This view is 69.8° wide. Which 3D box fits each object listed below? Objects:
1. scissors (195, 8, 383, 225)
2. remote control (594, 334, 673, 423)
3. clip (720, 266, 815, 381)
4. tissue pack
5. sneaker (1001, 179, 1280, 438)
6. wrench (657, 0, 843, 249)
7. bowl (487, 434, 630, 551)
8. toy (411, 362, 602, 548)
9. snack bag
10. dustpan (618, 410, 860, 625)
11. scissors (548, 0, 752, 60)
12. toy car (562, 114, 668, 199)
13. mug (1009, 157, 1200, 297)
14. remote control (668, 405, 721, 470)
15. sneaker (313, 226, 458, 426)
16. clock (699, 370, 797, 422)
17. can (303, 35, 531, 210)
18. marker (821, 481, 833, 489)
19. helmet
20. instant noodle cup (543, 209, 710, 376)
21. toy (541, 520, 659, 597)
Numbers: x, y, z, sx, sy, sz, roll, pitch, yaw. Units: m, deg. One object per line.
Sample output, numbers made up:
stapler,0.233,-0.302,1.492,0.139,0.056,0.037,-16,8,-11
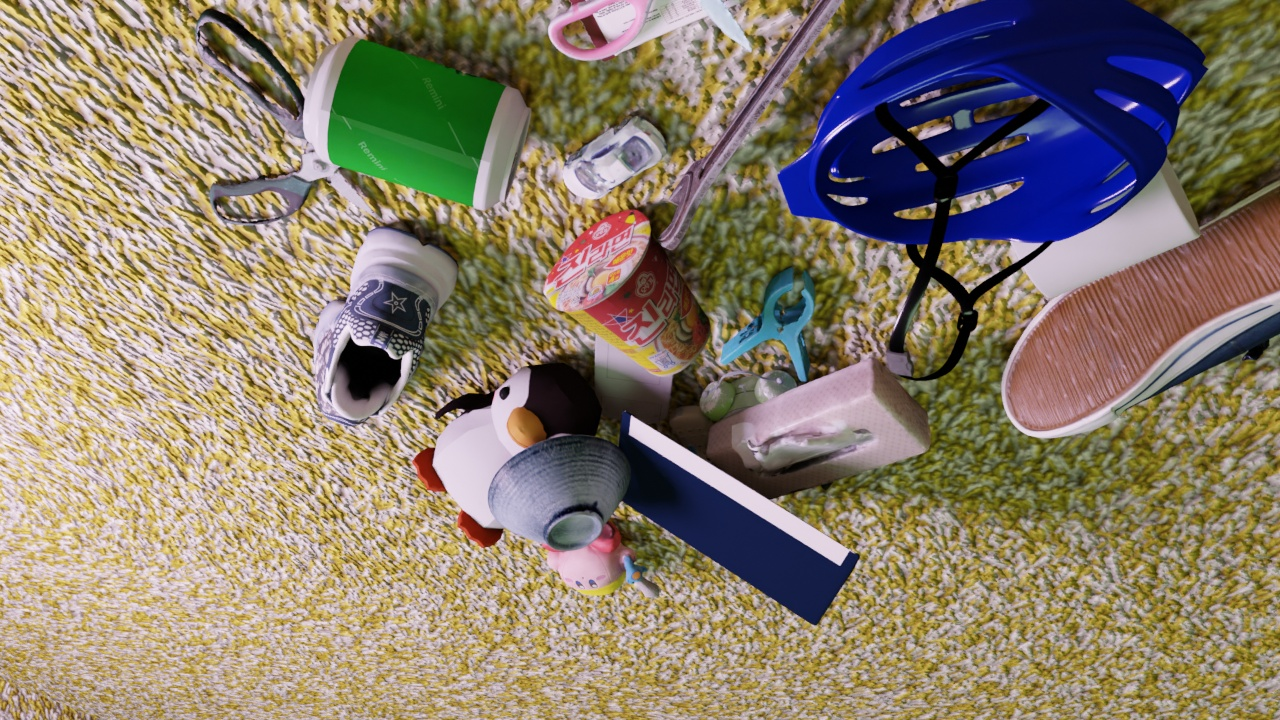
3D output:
scissors,-0.293,-0.174,0.715,0.202,0.015,0.206,-8,135,22
remote control,-0.005,0.005,0.857,0.074,0.019,0.151,8,139,3
clip,0.112,-0.033,0.783,0.097,0.026,0.116,9,140,-2
tissue pack,0.147,0.071,0.802,0.182,0.071,0.104,-23,131,38
sneaker,0.417,-0.022,0.685,0.127,0.120,0.296,10,144,-36
wrench,0.080,-0.172,0.595,0.010,0.069,0.274,23,137,-16
bowl,-0.067,0.135,0.837,0.137,0.057,0.137,-11,134,-12
toy,-0.107,0.072,0.900,0.159,0.139,0.185,50,124,5
snack bag,0.032,-0.237,0.569,0.158,0.013,0.057,-14,128,27
dustpan,0.094,0.152,0.902,0.236,0.080,0.274,31,149,16
scissors,0.003,-0.248,0.545,0.171,0.013,0.177,-15,125,28
toy car,-0.022,-0.146,0.677,0.090,0.027,0.038,-26,130,35
mug,0.320,-0.095,0.632,0.097,0.078,0.111,-27,155,36
remote control,0.067,0.090,0.943,0.038,0.018,0.126,-9,137,23
sneaker,-0.251,0.007,0.827,0.103,0.132,0.270,23,140,-18
clock,0.110,0.050,0.866,0.094,0.042,0.119,-11,136,23
can,-0.153,-0.164,0.639,0.140,0.087,0.088,16,140,-7
marker,0.208,0.087,0.913,0.011,0.011,0.152,13,140,-3
helmet,0.201,-0.099,0.529,0.242,0.227,0.148,-7,147,21
instant noodle cup,0.000,-0.046,0.733,0.101,0.100,0.112,-21,130,33
toy,-0.045,0.246,1.120,0.124,0.096,0.131,-8,119,12
